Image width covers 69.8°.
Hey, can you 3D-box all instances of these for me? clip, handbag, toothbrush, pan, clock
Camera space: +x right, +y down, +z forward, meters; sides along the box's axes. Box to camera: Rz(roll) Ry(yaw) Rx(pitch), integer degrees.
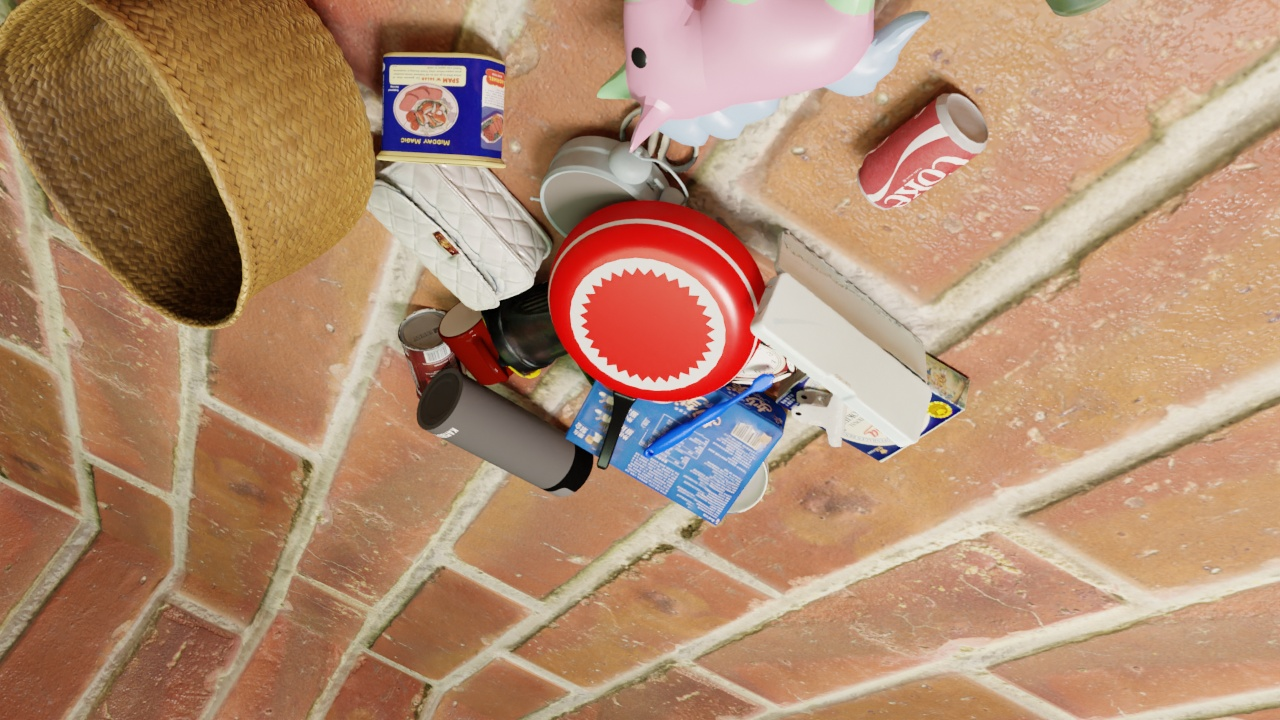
[{"bbox_3d":[0.186,0.057,0.956,0.058,0.050,0.102,2,140,10],"label":"clip"},{"bbox_3d":[-0.198,-0.140,0.956,0.139,0.072,0.195,-15,129,41],"label":"handbag"},{"bbox_3d":[0.070,0.059,0.974,0.183,0.018,0.016,-35,95,30],"label":"toothbrush"},{"bbox_3d":[-0.005,0.005,0.908,0.209,0.067,0.357,20,129,2],"label":"pan"},{"bbox_3d":[0.097,-0.035,0.934,0.115,0.065,0.154,-10,148,37],"label":"clock"},{"bbox_3d":[-0.024,-0.152,0.859,0.160,0.045,0.122,-7,138,44],"label":"clock"}]

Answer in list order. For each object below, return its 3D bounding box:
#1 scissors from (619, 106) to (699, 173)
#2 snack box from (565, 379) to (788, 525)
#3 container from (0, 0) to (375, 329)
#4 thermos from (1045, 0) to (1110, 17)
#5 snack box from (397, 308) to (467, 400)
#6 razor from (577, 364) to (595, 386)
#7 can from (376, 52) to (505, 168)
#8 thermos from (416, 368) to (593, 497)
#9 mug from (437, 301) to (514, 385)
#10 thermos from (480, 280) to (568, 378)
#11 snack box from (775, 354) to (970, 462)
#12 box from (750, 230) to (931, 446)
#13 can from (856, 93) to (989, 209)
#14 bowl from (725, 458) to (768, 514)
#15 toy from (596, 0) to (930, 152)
[{"bbox_3d":[0.038,-0.223,0.780,0.121,0.012,0.172,38,139,-20],"label":"scissors"},{"bbox_3d":[0.040,0.069,1.035,0.203,0.069,0.155,30,121,0],"label":"snack box"},{"bbox_3d":[-0.394,-0.204,0.835,0.307,0.196,0.308,22,134,24],"label":"container"},{"bbox_3d":[0.213,-0.304,0.528,0.231,0.082,0.083,41,140,-22],"label":"thermos"},{"bbox_3d":[-0.260,-0.001,1.165,0.072,0.072,0.121,13,142,13],"label":"snack box"},{"bbox_3d":[-0.036,0.046,1.112,0.054,0.067,0.151,-2,131,48],"label":"razor"},{"bbox_3d":[-0.177,-0.223,0.819,0.116,0.056,0.092,8,101,20],"label":"can"},{"bbox_3d":[-0.168,0.099,1.182,0.082,0.082,0.240,-12,146,38],"label":"thermos"},{"bbox_3d":[-0.183,-0.016,1.081,0.073,0.105,0.082,-34,127,0],"label":"mug"},{"bbox_3d":[-0.074,-0.050,0.990,0.221,0.097,0.098,-17,128,35],"label":"thermos"},{"bbox_3d":[0.241,0.033,0.966,0.145,0.042,0.145,29,144,-8],"label":"snack box"},{"bbox_3d":[0.192,-0.023,0.844,0.197,0.134,0.041,37,145,-18],"label":"box"},{"bbox_3d":[0.220,-0.162,0.723,0.054,0.053,0.097,34,142,-15],"label":"can"},{"bbox_3d":[0.102,0.122,1.120,0.118,0.062,0.118,7,117,14],"label":"bowl"},{"bbox_3d":[0.084,-0.227,0.671,0.222,0.119,0.171,16,130,4],"label":"toy"}]
